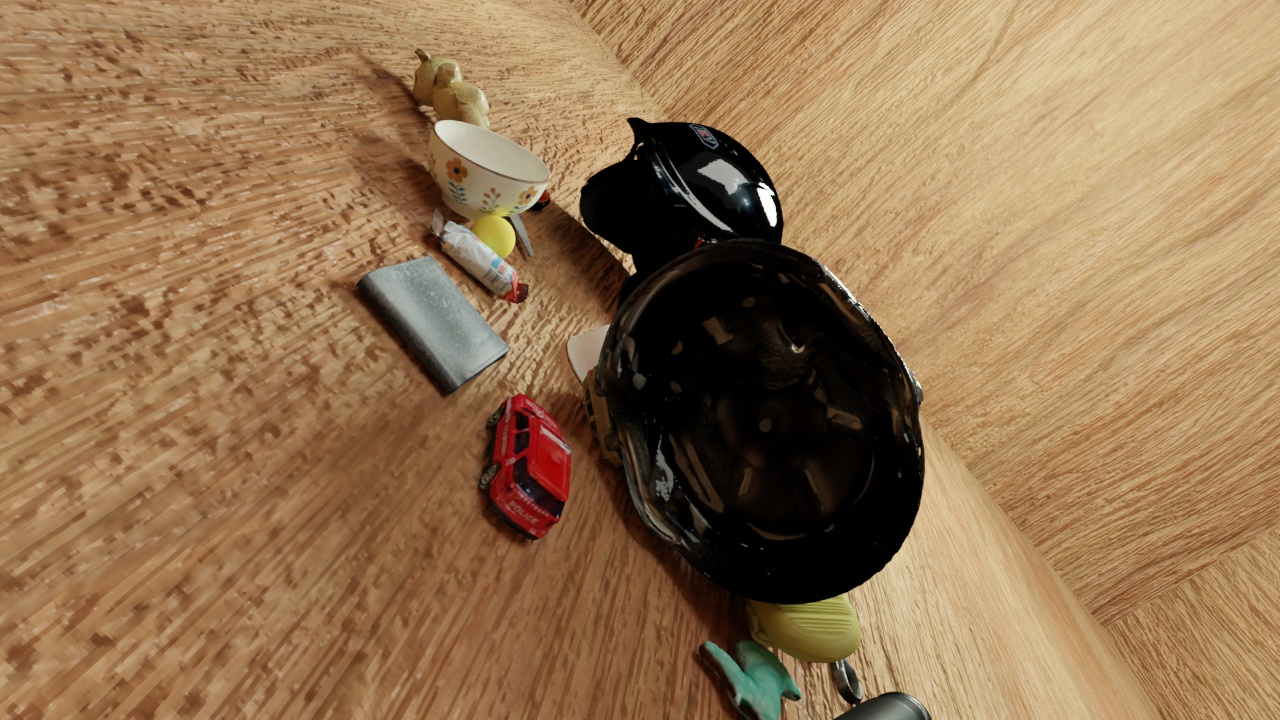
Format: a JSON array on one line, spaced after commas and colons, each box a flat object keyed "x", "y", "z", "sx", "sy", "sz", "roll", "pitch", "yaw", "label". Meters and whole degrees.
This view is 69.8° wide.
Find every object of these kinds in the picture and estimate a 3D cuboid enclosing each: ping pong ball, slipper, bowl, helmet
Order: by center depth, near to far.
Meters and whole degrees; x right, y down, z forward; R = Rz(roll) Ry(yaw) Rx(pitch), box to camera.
[{"x": 0.098, "y": 0.042, "z": 0.734, "sx": 0.274, "sy": 0.230, "sz": 0.156, "roll": 60, "pitch": 12, "yaw": 3, "label": "helmet"}, {"x": 0.115, "y": 0.199, "z": 0.747, "sx": 0.091, "sy": 0.082, "sz": 0.190, "roll": 10, "pitch": 14, "yaw": -9, "label": "slipper"}, {"x": -0.131, "y": -0.108, "z": 0.814, "sx": 0.040, "sy": 0.040, "sz": 0.040, "roll": 44, "pitch": 18, "yaw": -19, "label": "ping pong ball"}, {"x": -0.146, "y": -0.166, "z": 0.838, "sx": 0.113, "sy": 0.062, "sz": 0.113, "roll": 24, "pitch": 24, "yaw": -12, "label": "bowl"}, {"x": -0.005, "y": 0.005, "z": 0.858, "sx": 0.118, "sy": 0.065, "sz": 0.118, "roll": 45, "pitch": 18, "yaw": -19, "label": "bowl"}, {"x": 0.056, "y": -0.161, "z": 1.084, "sx": 0.233, "sy": 0.230, "sz": 0.275, "roll": -112, "pitch": -165, "yaw": -44, "label": "helmet"}]

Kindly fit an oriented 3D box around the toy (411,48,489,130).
[{"x": -0.186, "y": -0.254, "z": 0.938, "sx": 0.157, "sy": 0.066, "sz": 0.105, "roll": 58, "pitch": 5, "yaw": 28, "label": "toy"}]

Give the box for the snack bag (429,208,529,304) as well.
[{"x": -0.137, "y": -0.085, "z": 0.777, "sx": 0.105, "sy": 0.026, "sz": 0.045, "roll": 41, "pitch": 22, "yaw": -23, "label": "snack bag"}]

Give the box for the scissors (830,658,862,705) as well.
[{"x": 0.176, "y": 0.260, "z": 0.879, "sx": 0.163, "sy": 0.014, "sz": 0.166, "roll": 31, "pitch": 23, "yaw": -54, "label": "scissors"}]

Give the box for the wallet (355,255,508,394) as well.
[{"x": -0.144, "y": -0.029, "z": 0.659, "sx": 0.097, "sy": 0.019, "sz": 0.120, "roll": 51, "pitch": 15, "yaw": -4, "label": "wallet"}]

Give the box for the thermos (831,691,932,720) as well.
[{"x": 0.170, "y": 0.303, "z": 0.675, "sx": 0.242, "sy": 0.069, "sz": 0.090, "roll": 20, "pitch": 45, "yaw": -59, "label": "thermos"}]

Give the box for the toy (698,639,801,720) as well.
[{"x": 0.081, "y": 0.230, "z": 0.664, "sx": 0.096, "sy": 0.030, "sz": 0.091, "roll": 45, "pitch": 15, "yaw": 1, "label": "toy"}]

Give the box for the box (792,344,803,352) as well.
[{"x": 0.138, "y": 0.013, "z": 1.014, "sx": 0.130, "sy": 0.179, "sz": 0.272, "roll": 49, "pitch": 18, "yaw": 1, "label": "box"}]

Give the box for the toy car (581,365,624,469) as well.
[{"x": -0.023, "y": 0.050, "z": 0.767, "sx": 0.042, "sy": 0.035, "sz": 0.090, "roll": 22, "pitch": 47, "yaw": -52, "label": "toy car"}]

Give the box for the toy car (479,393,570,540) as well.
[{"x": -0.071, "y": 0.064, "z": 0.602, "sx": 0.053, "sy": 0.045, "sz": 0.120, "roll": 43, "pitch": 16, "yaw": -26, "label": "toy car"}]

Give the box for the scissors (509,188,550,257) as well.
[{"x": -0.144, "y": -0.189, "z": 0.984, "sx": 0.221, "sy": 0.022, "sz": 0.224, "roll": 55, "pitch": 18, "yaw": 18, "label": "scissors"}]
